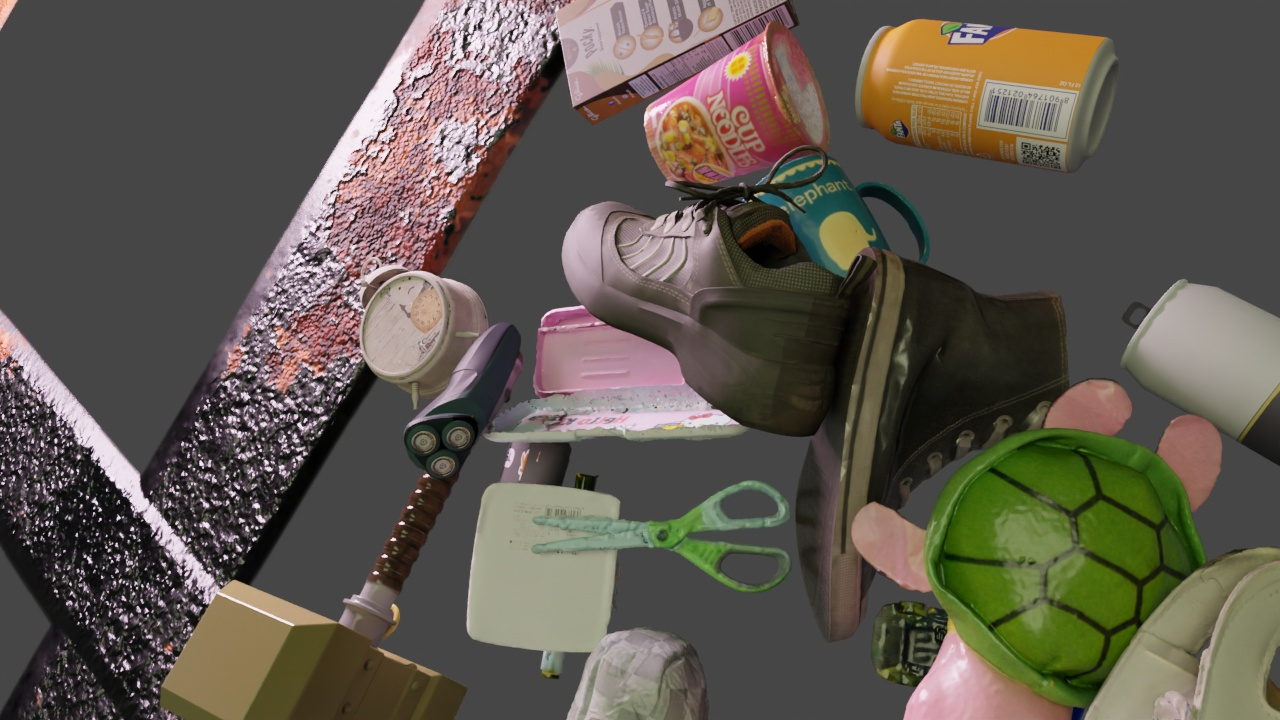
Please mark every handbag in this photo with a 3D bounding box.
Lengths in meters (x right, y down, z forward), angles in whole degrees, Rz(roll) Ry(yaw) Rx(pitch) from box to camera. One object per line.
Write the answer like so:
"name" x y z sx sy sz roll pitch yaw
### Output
"handbag" 0.292 0.184 0.383 0.200 0.093 0.199 24 82 -6
"handbag" 0.007 0.253 0.550 0.123 0.112 0.171 10 80 21

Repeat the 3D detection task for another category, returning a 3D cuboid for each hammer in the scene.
"hammer" -0.168 0.126 0.667 0.101 0.190 0.324 10 63 30

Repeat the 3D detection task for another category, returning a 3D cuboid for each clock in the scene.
"clock" -0.198 -0.038 0.773 0.103 0.061 0.157 -48 61 8

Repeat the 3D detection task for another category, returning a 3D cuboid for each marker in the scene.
"marker" -0.051 0.154 0.663 0.017 0.017 0.146 3 77 29

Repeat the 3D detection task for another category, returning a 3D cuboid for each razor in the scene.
"razor" -0.121 0.021 0.652 0.052 0.047 0.142 -16 31 28

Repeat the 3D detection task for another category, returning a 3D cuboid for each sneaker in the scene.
"sneaker" 0.041 -0.073 0.548 0.238 0.100 0.143 41 116 41
"sneaker" 0.163 0.060 0.537 0.120 0.095 0.235 9 97 -4

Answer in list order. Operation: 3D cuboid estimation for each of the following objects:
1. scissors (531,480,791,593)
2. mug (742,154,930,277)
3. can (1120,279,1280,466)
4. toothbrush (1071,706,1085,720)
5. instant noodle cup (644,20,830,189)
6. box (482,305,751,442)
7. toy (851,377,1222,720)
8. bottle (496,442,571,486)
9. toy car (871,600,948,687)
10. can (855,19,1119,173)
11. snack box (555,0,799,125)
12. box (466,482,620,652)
"scissors" 0.013 0.121 0.596 0.175 0.033 0.078 -4 80 1
"mug" 0.134 -0.073 0.602 0.112 0.085 0.104 -23 67 -11
"can" 0.316 0.006 0.481 0.127 0.064 0.064 38 95 31
"toothbrush" 0.237 0.184 0.498 0.016 0.018 0.182 25 88 7
"instant noodle cup" 0.066 -0.173 0.658 0.109 0.097 0.097 -17 67 30
"box" 0.002 0.016 0.649 0.202 0.073 0.149 -4 47 27
"toy" 0.202 0.119 0.457 0.190 0.088 0.238 33 84 4
"bottle" -0.086 0.103 0.679 0.047 0.047 0.112 12 80 30
"toy car" 0.186 0.167 0.522 0.106 0.033 0.048 1 74 31
"can" 0.216 -0.169 0.579 0.143 0.079 0.079 20 85 31
"snack box" 0.025 -0.277 0.741 0.186 0.031 0.101 -20 67 22
"box" -0.063 0.139 0.634 0.102 0.076 0.107 6 84 -6
